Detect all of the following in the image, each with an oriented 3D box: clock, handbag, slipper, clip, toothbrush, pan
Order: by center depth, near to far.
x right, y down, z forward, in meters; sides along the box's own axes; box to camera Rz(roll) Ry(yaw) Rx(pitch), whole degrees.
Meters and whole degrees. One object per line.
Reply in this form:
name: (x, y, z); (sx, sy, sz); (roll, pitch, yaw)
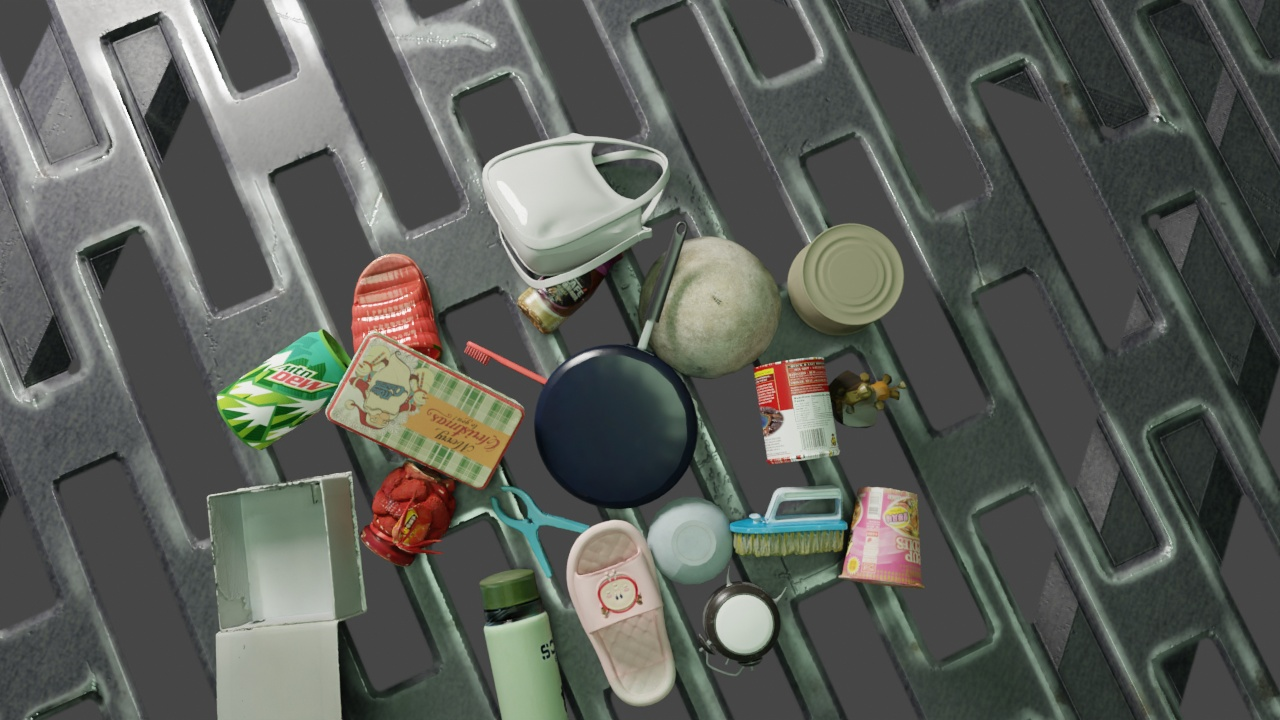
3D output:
slipper: (-0.021, 0.299, 1.080); (0.107, 0.056, 0.221); (-17, 89, -3)
pan: (-0.007, 0.006, 1.084); (0.199, 0.021, 0.356); (20, 98, 7)
clock: (0.119, 0.315, 1.090); (0.091, 0.044, 0.122); (20, 83, 0)
slipper: (-0.290, -0.009, 1.104); (0.103, 0.059, 0.248); (-12, 86, -4)
clip: (-0.135, 0.203, 1.104); (0.119, 0.027, 0.102); (42, 81, 2)
handbag: (-0.060, -0.191, 1.107); (0.222, 0.096, 0.215); (-24, 61, -15)
toothbrush: (-0.120, 0.031, 1.128); (0.212, 0.012, 0.018); (26, 83, 1)

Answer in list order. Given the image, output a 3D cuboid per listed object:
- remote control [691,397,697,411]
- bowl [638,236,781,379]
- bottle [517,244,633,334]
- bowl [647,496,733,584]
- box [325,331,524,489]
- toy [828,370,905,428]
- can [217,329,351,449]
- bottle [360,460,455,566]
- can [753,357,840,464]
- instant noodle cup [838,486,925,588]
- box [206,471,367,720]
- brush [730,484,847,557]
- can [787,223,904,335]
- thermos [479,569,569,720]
remote control: (0.014, 0.050, 1.123); (0.114, 0.028, 0.060); (24, 83, 1)
bowl: (0.086, -0.070, 1.114); (0.178, 0.081, 0.178); (0, 82, -1)
bottle: (-0.073, -0.105, 1.122); (0.166, 0.060, 0.059); (-42, 87, -9)
bowl: (0.062, 0.217, 1.101); (0.106, 0.039, 0.106); (0, 84, -2)
box: (-0.248, 0.058, 1.068); (0.205, 0.051, 0.117); (30, 91, -18)
toy: (0.278, 0.043, 1.120); (0.100, 0.063, 0.076); (-18, 65, -9)
can: (-0.413, 0.033, 1.081); (0.144, 0.083, 0.083); (-35, 86, -6)
bottle: (-0.264, 0.178, 1.066); (0.099, 0.099, 0.111); (34, 88, 2)
can: (0.186, 0.061, 1.099); (0.086, 0.087, 0.116); (-8, 84, -3)
instant noodle cup: (0.290, 0.210, 1.089); (0.097, 0.098, 0.108); (9, 76, -1)
box: (-0.399, 0.315, 1.020); (0.166, 0.098, 0.368); (-10, 77, 17)
brush: (0.174, 0.191, 1.097); (0.136, 0.055, 0.075); (-3, 93, -4)
can: (0.251, -0.098, 1.126); (0.128, 0.073, 0.127); (0, 84, -2)
thermos: (-0.135, 0.360, 1.062); (0.082, 0.082, 0.231); (-13, 85, -4)
